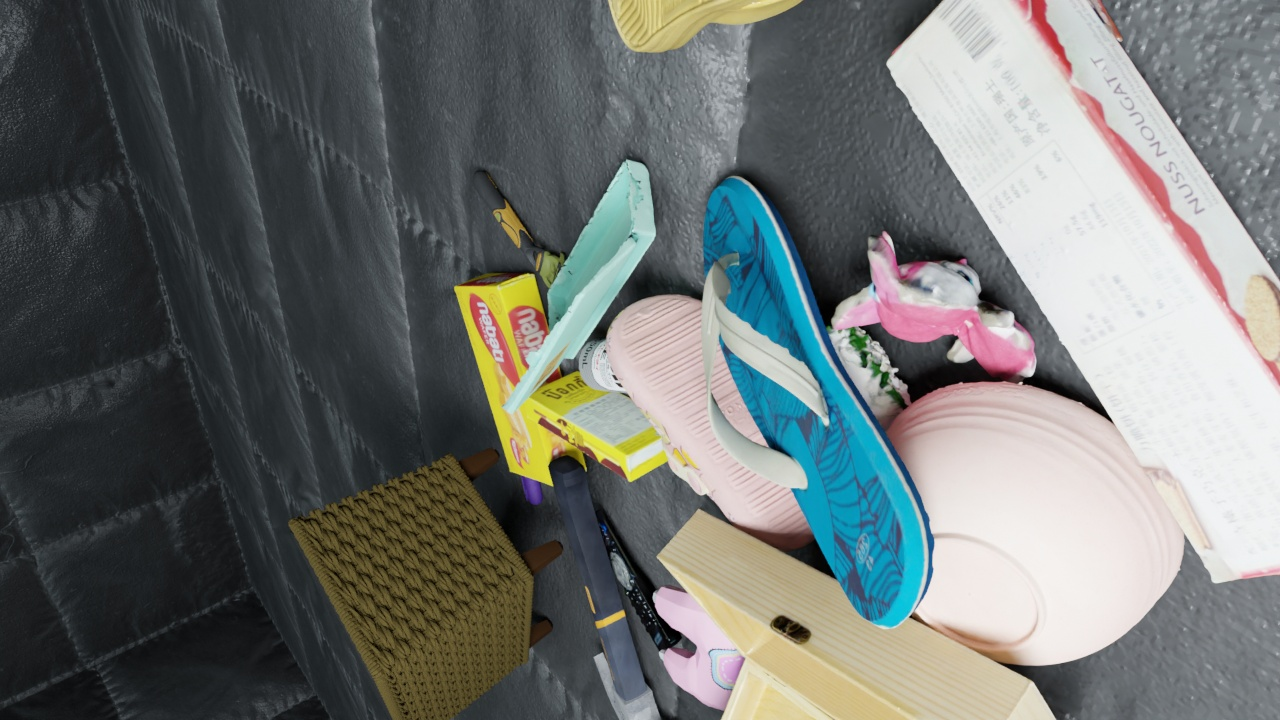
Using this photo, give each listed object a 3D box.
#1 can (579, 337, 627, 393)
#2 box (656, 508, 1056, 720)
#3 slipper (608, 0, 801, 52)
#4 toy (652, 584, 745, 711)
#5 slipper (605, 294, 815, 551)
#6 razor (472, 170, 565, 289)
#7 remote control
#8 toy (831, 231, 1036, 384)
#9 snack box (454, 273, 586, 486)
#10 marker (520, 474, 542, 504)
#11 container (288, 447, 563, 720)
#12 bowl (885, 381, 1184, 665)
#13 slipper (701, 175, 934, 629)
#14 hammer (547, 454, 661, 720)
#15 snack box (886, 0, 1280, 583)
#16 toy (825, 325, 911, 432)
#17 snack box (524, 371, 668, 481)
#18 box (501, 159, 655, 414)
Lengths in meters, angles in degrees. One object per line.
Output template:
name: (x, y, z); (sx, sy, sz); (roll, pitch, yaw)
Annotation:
can: (-0.004, 0.004, 0.712); (0.107, 0.043, 0.044); (3, 112, 54)
box: (0.123, 0.232, 0.539); (0.248, 0.118, 0.253); (20, 114, 56)
slipper: (0.049, -0.226, 0.469); (0.263, 0.078, 0.099); (-168, 59, -71)
toy: (0.083, 0.234, 0.711); (0.158, 0.067, 0.123); (19, 124, 44)
slipper: (0.051, 0.045, 0.627); (0.197, 0.093, 0.082); (52, 155, 12)
razor: (-0.110, -0.118, 0.812); (0.144, 0.021, 0.044); (53, 145, 24)
remote control: (-0.006, 0.205, 0.862); (0.140, 0.021, 0.046); (56, 154, 22)
toy: (0.155, -0.027, 0.467); (0.102, 0.050, 0.066); (28, 154, 7)
snack box: (-0.114, 0.017, 0.878); (0.092, 0.042, 0.201); (8, 116, 54)
marker: (-0.122, 0.091, 0.959); (0.018, 0.015, 0.134); (0, 113, 22)
container: (-0.208, 0.248, 0.967); (0.176, 0.204, 0.322); (51, 154, 23)
bowl: (0.174, 0.093, 0.452); (0.153, 0.075, 0.153); (23, 131, 29)
slipper: (0.069, 0.014, 0.509); (0.118, 0.060, 0.294); (95, 162, -46)
hammer: (-0.030, 0.235, 0.874); (0.139, 0.035, 0.313); (27, 135, 60)
snack box: (0.207, -0.042, 0.384); (0.273, 0.044, 0.077); (61, 153, 9)
toy: (0.121, 0.020, 0.547); (0.095, 0.041, 0.109); (56, 151, -6)
snack box: (-0.032, 0.051, 0.766); (0.149, 0.061, 0.026); (25, 130, 46)
box: (-0.045, -0.046, 0.685); (0.187, 0.055, 0.138); (129, 157, -55)
